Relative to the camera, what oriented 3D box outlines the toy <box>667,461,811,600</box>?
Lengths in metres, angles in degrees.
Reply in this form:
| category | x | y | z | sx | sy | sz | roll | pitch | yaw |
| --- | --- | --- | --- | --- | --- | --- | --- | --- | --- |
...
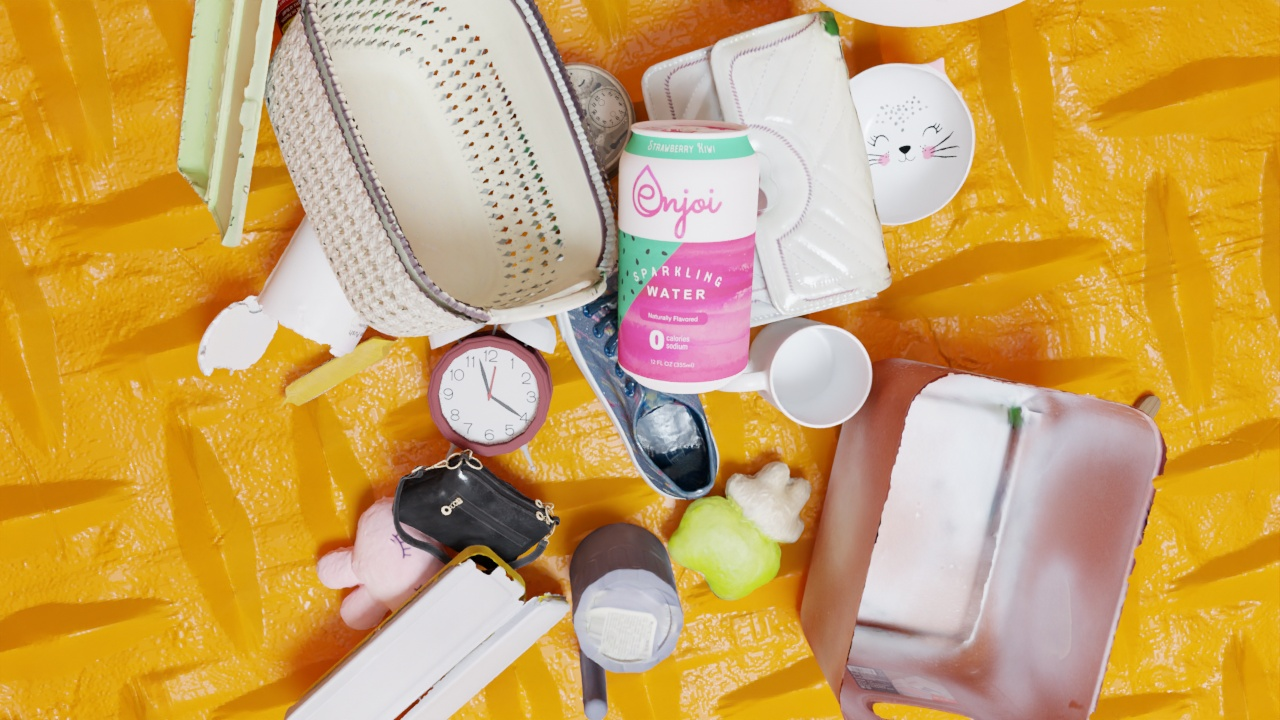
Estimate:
| category | x | y | z | sx | sy | sz | roll | pitch | yaw |
| --- | --- | --- | --- | --- | --- | --- | --- | --- | --- |
| toy | 0.084 | 0.131 | 0.729 | 0.092 | 0.043 | 0.118 | 41 | 91 | -9 |

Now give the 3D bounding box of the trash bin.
| category | x | y | z | sx | sy | sz | roll | pitch | yaw |
| --- | --- | --- | --- | --- | --- | --- | --- | --- | --- |
| trash bin | 0.235 | 0.133 | 0.681 | 0.181 | 0.157 | 0.260 | 10 | 97 | -5 |

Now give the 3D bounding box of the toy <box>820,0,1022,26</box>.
| category | x | y | z | sx | sy | sz | roll | pitch | yaw |
| --- | --- | --- | --- | --- | --- | --- | --- | --- | --- |
| toy | 0.188 | -0.356 | 0.580 | 0.262 | 0.266 | 0.280 | -11 | 68 | -17 |

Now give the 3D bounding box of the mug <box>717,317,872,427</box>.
| category | x | y | z | sx | sy | sz | roll | pitch | yaw |
| --- | --- | --- | --- | --- | --- | --- | --- | --- | --- |
| mug | 0.106 | 0.009 | 0.691 | 0.110 | 0.090 | 0.074 | -6 | 97 | -3 |

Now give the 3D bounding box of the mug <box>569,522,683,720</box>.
| category | x | y | z | sx | sy | sz | roll | pitch | yaw |
| --- | --- | --- | --- | --- | --- | --- | --- | --- | --- |
| mug | -0.019 | 0.197 | 0.700 | 0.084 | 0.104 | 0.124 | 20 | 94 | -7 |

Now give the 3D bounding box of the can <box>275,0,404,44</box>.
| category | x | y | z | sx | sy | sz | roll | pitch | yaw |
| --- | --- | --- | --- | --- | --- | --- | --- | --- | --- |
| can | -0.226 | -0.285 | 0.640 | 0.086 | 0.086 | 0.116 | -19 | 98 | -1 |

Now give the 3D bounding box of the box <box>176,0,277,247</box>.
| category | x | y | z | sx | sy | sz | roll | pitch | yaw |
| --- | --- | --- | --- | --- | --- | --- | --- | --- | --- |
| box | -0.272 | -0.186 | 0.609 | 0.030 | 0.138 | 0.187 | -3 | 123 | -41 |

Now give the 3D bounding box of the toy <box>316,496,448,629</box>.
| category | x | y | z | sx | sy | sz | roll | pitch | yaw |
| --- | --- | --- | --- | --- | --- | --- | --- | --- | --- |
| toy | -0.198 | 0.166 | 0.715 | 0.105 | 0.053 | 0.108 | -26 | 99 | 15 |

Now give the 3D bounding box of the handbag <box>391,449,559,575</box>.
| category | x | y | z | sx | sy | sz | roll | pitch | yaw |
| --- | --- | --- | --- | --- | --- | --- | --- | --- | --- |
| handbag | -0.121 | 0.115 | 0.689 | 0.079 | 0.054 | 0.128 | -35 | 125 | 24 |

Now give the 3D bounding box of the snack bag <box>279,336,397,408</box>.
| category | x | y | z | sx | sy | sz | roll | pitch | yaw |
| --- | --- | --- | --- | --- | --- | --- | --- | --- | --- |
| snack bag | -0.233 | 0.007 | 0.705 | 0.099 | 0.026 | 0.020 | -30 | 98 | 2 |

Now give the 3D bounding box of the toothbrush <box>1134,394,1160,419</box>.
| category | x | y | z | sx | sy | sz | roll | pitch | yaw |
| --- | --- | --- | --- | --- | --- | --- | --- | --- | --- |
| toothbrush | 0.376 | 0.098 | 0.755 | 0.016 | 0.016 | 0.167 | 33 | 93 | -8 |

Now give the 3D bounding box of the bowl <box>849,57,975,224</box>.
| category | x | y | z | sx | sy | sz | roll | pitch | yaw |
| --- | --- | --- | --- | --- | --- | --- | --- | --- | --- |
| bowl | 0.193 | -0.162 | 0.685 | 0.115 | 0.050 | 0.115 | 9 | 111 | 25 |

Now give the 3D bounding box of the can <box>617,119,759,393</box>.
| category | x | y | z | sx | sy | sz | roll | pitch | yaw |
| --- | --- | --- | --- | --- | --- | --- | --- | --- | --- |
| can | 0.030 | -0.067 | 0.596 | 0.088 | 0.088 | 0.166 | 0 | 111 | -3 |

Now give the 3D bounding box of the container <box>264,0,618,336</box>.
| category | x | y | z | sx | sy | sz | roll | pitch | yaw |
| --- | --- | --- | --- | --- | --- | --- | --- | --- | --- |
| container | -0.130 | -0.133 | 0.597 | 0.184 | 0.144 | 0.251 | -25 | 95 | -44 |

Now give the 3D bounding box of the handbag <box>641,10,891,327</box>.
| category | x | y | z | sx | sy | sz | roll | pitch | yaw |
| --- | --- | --- | --- | --- | --- | --- | --- | --- | --- |
| handbag | 0.093 | -0.130 | 0.657 | 0.142 | 0.096 | 0.198 | -14 | 99 | 17 |

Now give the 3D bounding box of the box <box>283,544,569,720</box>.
| category | x | y | z | sx | sy | sz | roll | pitch | yaw |
| --- | --- | --- | --- | --- | --- | --- | --- | --- | --- |
| box | -0.159 | 0.236 | 0.701 | 0.210 | 0.045 | 0.128 | -42 | 132 | 3 |

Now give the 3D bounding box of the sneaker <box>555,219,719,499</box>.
| category | x | y | z | sx | sy | sz | roll | pitch | yaw |
| --- | --- | --- | --- | --- | --- | --- | --- | --- | --- |
| sneaker | -0.004 | 0.004 | 0.690 | 0.087 | 0.079 | 0.235 | -23 | 97 | -1 |

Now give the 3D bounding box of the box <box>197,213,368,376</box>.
| category | x | y | z | sx | sy | sz | roll | pitch | yaw |
| --- | --- | --- | --- | --- | --- | --- | --- | --- | --- |
| box | -0.241 | -0.041 | 0.671 | 0.094 | 0.084 | 0.165 | 28 | 87 | 6 |

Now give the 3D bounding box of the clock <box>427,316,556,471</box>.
| category | x | y | z | sx | sy | sz | roll | pitch | yaw |
| --- | --- | --- | --- | --- | --- | --- | --- | --- | --- |
| clock | -0.114 | 0.013 | 0.701 | 0.096 | 0.048 | 0.137 | 2 | 98 | -4 |

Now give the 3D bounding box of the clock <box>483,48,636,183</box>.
| category | x | y | z | sx | sy | sz | roll | pitch | yaw |
| --- | --- | --- | --- | --- | --- | --- | --- | --- | --- |
| clock | -0.060 | -0.187 | 0.678 | 0.141 | 0.054 | 0.093 | 42 | 92 | -9 |
